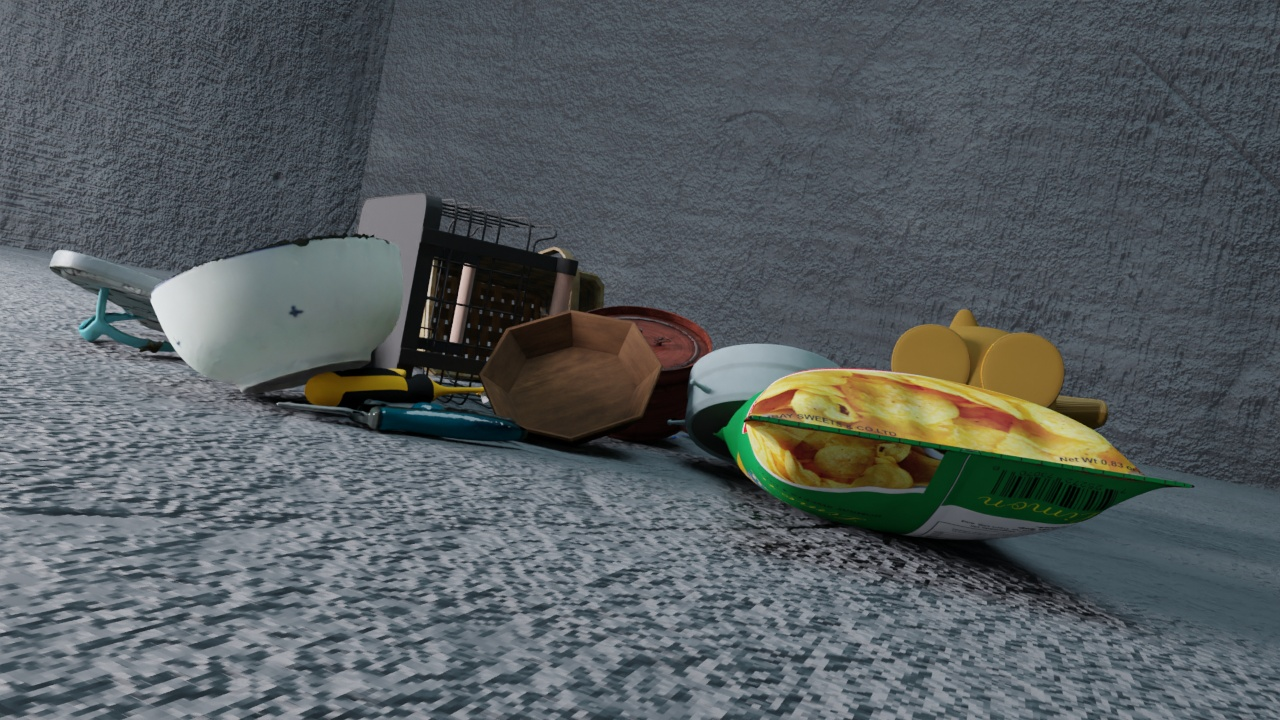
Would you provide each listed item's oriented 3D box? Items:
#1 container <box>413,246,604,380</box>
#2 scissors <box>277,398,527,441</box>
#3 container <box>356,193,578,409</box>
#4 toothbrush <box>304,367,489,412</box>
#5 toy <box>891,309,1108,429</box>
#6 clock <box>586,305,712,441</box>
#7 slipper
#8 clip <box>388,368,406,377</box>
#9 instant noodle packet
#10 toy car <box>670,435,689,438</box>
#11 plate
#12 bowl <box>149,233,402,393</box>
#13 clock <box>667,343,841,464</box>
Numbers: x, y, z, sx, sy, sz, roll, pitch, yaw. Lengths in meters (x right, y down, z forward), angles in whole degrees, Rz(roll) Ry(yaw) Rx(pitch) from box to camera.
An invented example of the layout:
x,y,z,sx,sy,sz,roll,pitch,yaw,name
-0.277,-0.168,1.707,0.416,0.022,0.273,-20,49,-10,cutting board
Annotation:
x,y,z,sx,sy,sz,roll,pitch,yaw,name
-0.137,-0.044,1.049,0.249,0.157,0.187,9,-8,-44,container
-0.139,0.035,0.563,0.138,0.019,0.129,10,2,20,scissors
-0.174,-0.053,0.824,0.130,0.163,0.242,10,2,-31,container
-0.157,0.021,0.647,0.031,0.031,0.196,-25,-13,25,toothbrush
0.286,0.036,0.809,0.199,0.162,0.203,6,-9,15,toy
-0.004,0.004,0.775,0.120,0.072,0.157,4,27,-6,clock
-0.394,-0.029,0.743,0.098,0.054,0.269,13,-10,-11,slipper
-0.194,0.026,0.677,0.053,0.039,0.047,10,6,27,clip
0.146,0.053,0.527,0.195,0.090,0.253,9,-6,2,instant noodle packet
0.066,0.069,0.849,0.092,0.061,0.033,38,-39,-29,toy car
-0.049,0.016,0.663,0.131,0.025,0.131,-1,44,1,plate
-0.224,-0.024,0.591,0.153,0.073,0.153,-16,-2,-1,bowl
0.106,0.041,0.673,0.159,0.045,0.123,15,-29,-5,clock
